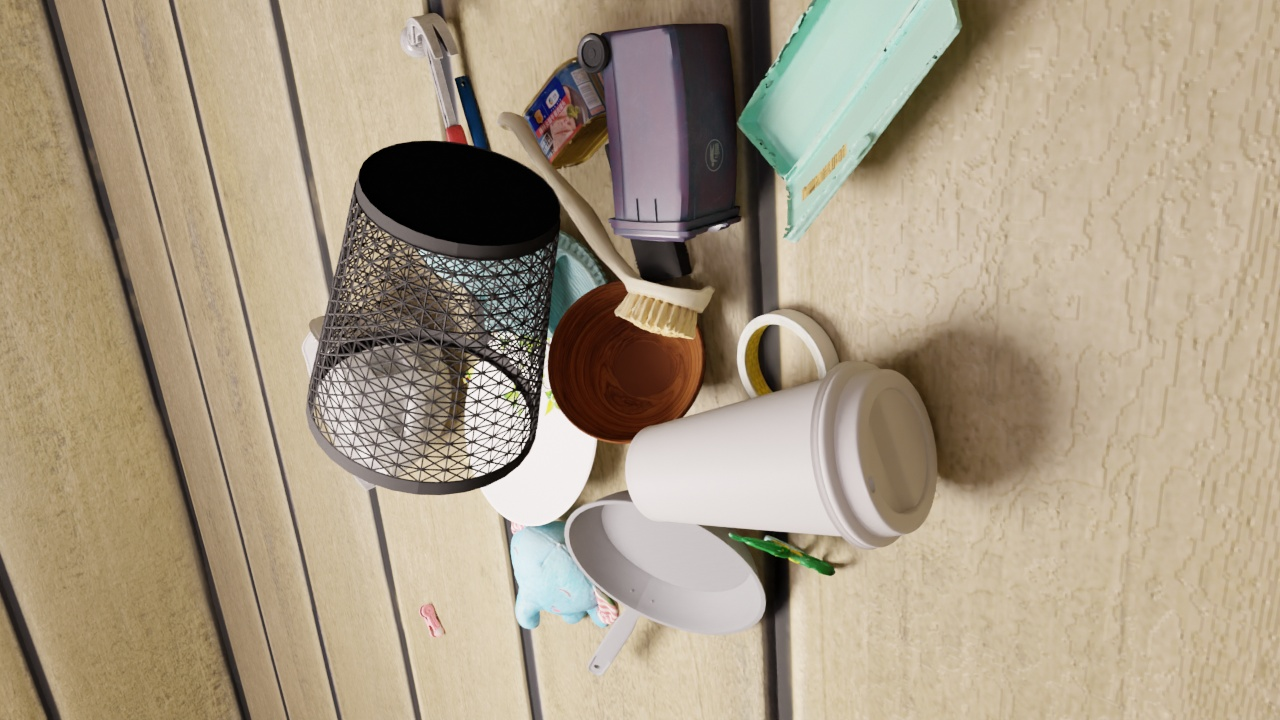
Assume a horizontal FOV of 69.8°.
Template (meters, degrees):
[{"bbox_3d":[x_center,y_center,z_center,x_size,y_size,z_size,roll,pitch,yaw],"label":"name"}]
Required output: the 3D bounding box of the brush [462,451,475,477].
[{"bbox_3d":[-0.184,0.117,1.149,0.117,0.039,0.049,-26,85,51],"label":"brush"}]

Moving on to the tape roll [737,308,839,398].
[{"bbox_3d":[0.120,0.005,0.749,0.094,0.019,0.094,24,124,42],"label":"tape roll"}]

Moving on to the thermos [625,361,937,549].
[{"bbox_3d":[0.096,0.078,0.698,0.222,0.131,0.131,-12,97,42],"label":"thermos"}]

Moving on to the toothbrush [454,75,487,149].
[{"bbox_3d":[-0.170,-0.214,0.999,0.017,0.016,0.190,-1,106,64],"label":"toothbrush"}]

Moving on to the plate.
[{"bbox_3d":[-0.118,0.069,1.032,0.230,0.030,0.229,-2,87,44],"label":"plate"}]

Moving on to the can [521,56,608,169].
[{"bbox_3d":[-0.059,-0.223,0.832,0.100,0.053,0.059,-34,81,52],"label":"can"}]

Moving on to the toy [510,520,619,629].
[{"bbox_3d":[-0.101,0.259,1.065,0.183,0.114,0.181,37,143,21],"label":"toy"}]

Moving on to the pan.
[{"bbox_3d":[0.003,0.237,0.926,0.201,0.050,0.358,27,140,3],"label":"pan"}]

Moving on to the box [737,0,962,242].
[{"bbox_3d":[0.138,-0.185,0.614,0.188,0.057,0.137,-55,46,48],"label":"box"}]

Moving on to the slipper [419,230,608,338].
[{"bbox_3d":[-0.147,-0.092,0.947,0.276,0.069,0.116,22,126,28],"label":"slipper"}]

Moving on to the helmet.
[{"bbox_3d":[-0.360,0.052,1.211,0.283,0.183,0.224,-42,68,43],"label":"helmet"}]

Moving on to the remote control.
[{"bbox_3d":[0.007,-0.137,0.824,0.058,0.013,0.133,-6,101,51],"label":"remote control"}]

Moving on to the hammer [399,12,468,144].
[{"bbox_3d":[-0.194,-0.211,0.998,0.126,0.036,0.316,26,132,64],"label":"hammer"}]

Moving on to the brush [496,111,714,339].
[{"bbox_3d":[-0.041,-0.120,0.797,0.272,0.077,0.062,49,177,14],"label":"brush"}]

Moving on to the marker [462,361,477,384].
[{"bbox_3d":[-0.188,-0.003,1.117,0.133,0.014,0.014,-41,74,50],"label":"marker"}]

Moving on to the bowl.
[{"bbox_3d":[-0.005,0.005,0.844,0.147,0.069,0.147,-3,81,18],"label":"bowl"}]

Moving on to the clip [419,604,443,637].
[{"bbox_3d":[-0.341,0.426,1.494,0.060,0.023,0.044,49,136,16],"label":"clip"}]

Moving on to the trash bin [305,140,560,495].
[{"bbox_3d":[-0.175,-0.044,0.809,0.217,0.216,0.244,43,133,29],"label":"trash bin"}]

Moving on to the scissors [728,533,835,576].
[{"bbox_3d":[0.108,0.153,0.762,0.071,0.130,0.014,20,85,50],"label":"scissors"}]

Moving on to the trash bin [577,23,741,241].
[{"bbox_3d":[0.021,-0.178,0.727,0.092,0.093,0.161,9,112,38],"label":"trash bin"}]
